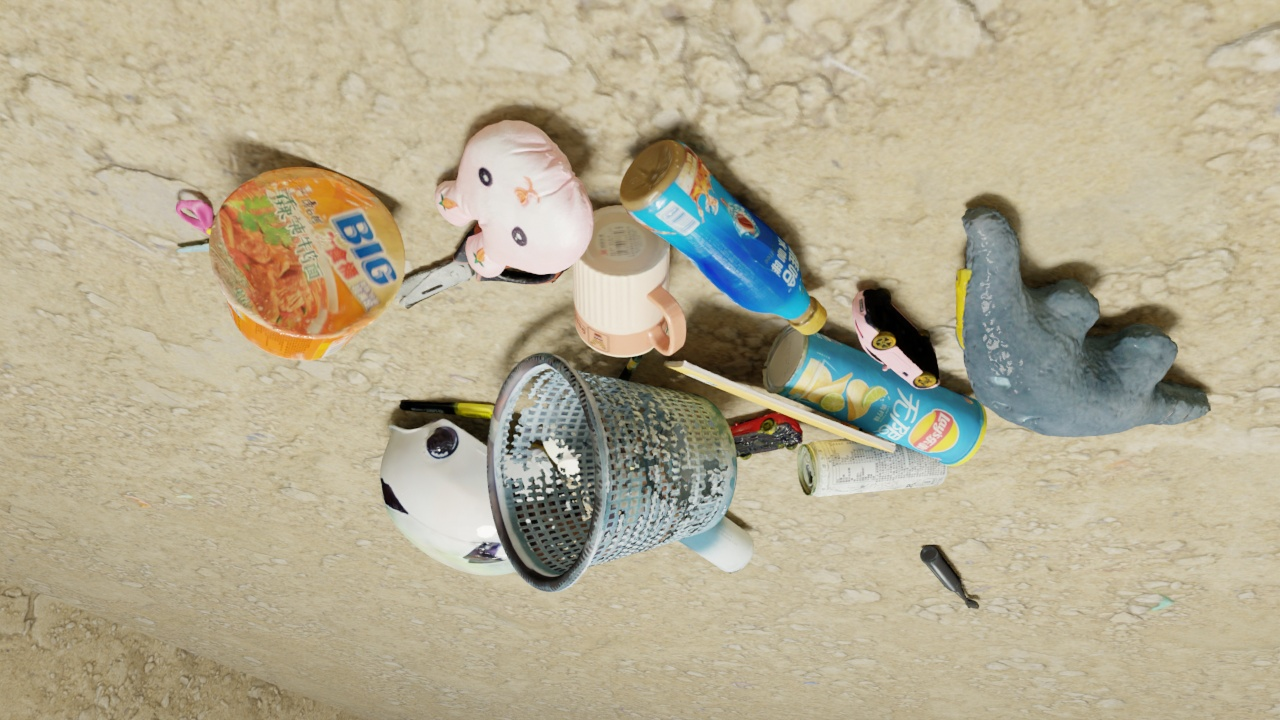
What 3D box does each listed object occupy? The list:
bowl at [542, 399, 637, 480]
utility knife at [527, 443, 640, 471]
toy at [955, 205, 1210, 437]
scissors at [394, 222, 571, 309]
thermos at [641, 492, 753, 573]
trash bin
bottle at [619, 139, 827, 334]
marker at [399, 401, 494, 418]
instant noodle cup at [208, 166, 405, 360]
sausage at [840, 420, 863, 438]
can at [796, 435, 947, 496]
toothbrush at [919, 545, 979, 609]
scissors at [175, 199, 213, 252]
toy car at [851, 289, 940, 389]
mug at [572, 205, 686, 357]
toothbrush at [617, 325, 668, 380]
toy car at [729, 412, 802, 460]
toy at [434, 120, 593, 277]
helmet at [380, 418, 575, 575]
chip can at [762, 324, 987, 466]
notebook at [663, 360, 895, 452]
[{"bbox_3d":[-0.060,0.100,1.060,0.116,0.066,0.117,7,148,5],"label":"bowl"},{"bbox_3d":[-0.073,0.121,1.145,0.163,0.018,0.031,5,144,5],"label":"utility knife"},{"bbox_3d":[0.356,0.000,0.775,0.356,0.091,0.138,27,117,-27],"label":"toy"},{"bbox_3d":[-0.150,-0.079,0.848,0.193,0.015,0.207,14,148,-7],"label":"scissors"},{"bbox_3d":[0.066,0.210,1.202,0.070,0.070,0.220,-15,140,35],"label":"thermos"},{"bbox_3d":[-0.021,0.107,0.926,0.194,0.226,0.227,1,157,-36],"label":"trash bin"},{"bbox_3d":[0.077,-0.087,0.727,0.065,0.065,0.218,-20,138,39],"label":"bottle"},{"bbox_3d":[-0.231,0.058,1.091,0.124,0.015,0.018,2,144,15],"label":"marker"},{"bbox_3d":[-0.288,-0.073,0.786,0.151,0.151,0.112,21,155,-18],"label":"instant noodle cup"},{"bbox_3d":[0.247,0.106,1.024,0.021,0.021,0.165,-5,145,23],"label":"sausage"},{"bbox_3d":[0.242,0.108,0.960,0.146,0.058,0.058,-5,149,-8],"label":"can"},{"bbox_3d":[0.440,0.312,1.294,0.027,0.026,0.212,2,150,39],"label":"toothbrush"},{"bbox_3d":[-0.388,-0.109,0.871,0.135,0.017,0.133,8,153,1],"label":"scissors"},{"bbox_3d":[0.222,-0.016,0.804,0.037,0.056,0.122,-24,135,37],"label":"toy car"},{"bbox_3d":[-0.006,-0.056,0.762,0.114,0.081,0.106,44,156,25],"label":"mug"},{"bbox_3d":[-0.006,0.006,0.947,0.017,0.012,0.186,7,150,-16],"label":"toothbrush"},{"bbox_3d":[0.126,0.083,1.013,0.107,0.031,0.049,-20,136,38],"label":"toy car"},{"bbox_3d":[-0.104,-0.117,0.719,0.160,0.054,0.121,-19,105,48],"label":"toy"},{"bbox_3d":[-0.213,0.181,1.127,0.259,0.145,0.229,15,158,9],"label":"helmet"},{"bbox_3d":[0.223,0.034,0.870,0.210,0.071,0.071,22,146,-17],"label":"chip can"},{"bbox_3d":[0.125,0.041,0.877,0.206,0.010,0.146,21,179,-5],"label":"notebook"}]
